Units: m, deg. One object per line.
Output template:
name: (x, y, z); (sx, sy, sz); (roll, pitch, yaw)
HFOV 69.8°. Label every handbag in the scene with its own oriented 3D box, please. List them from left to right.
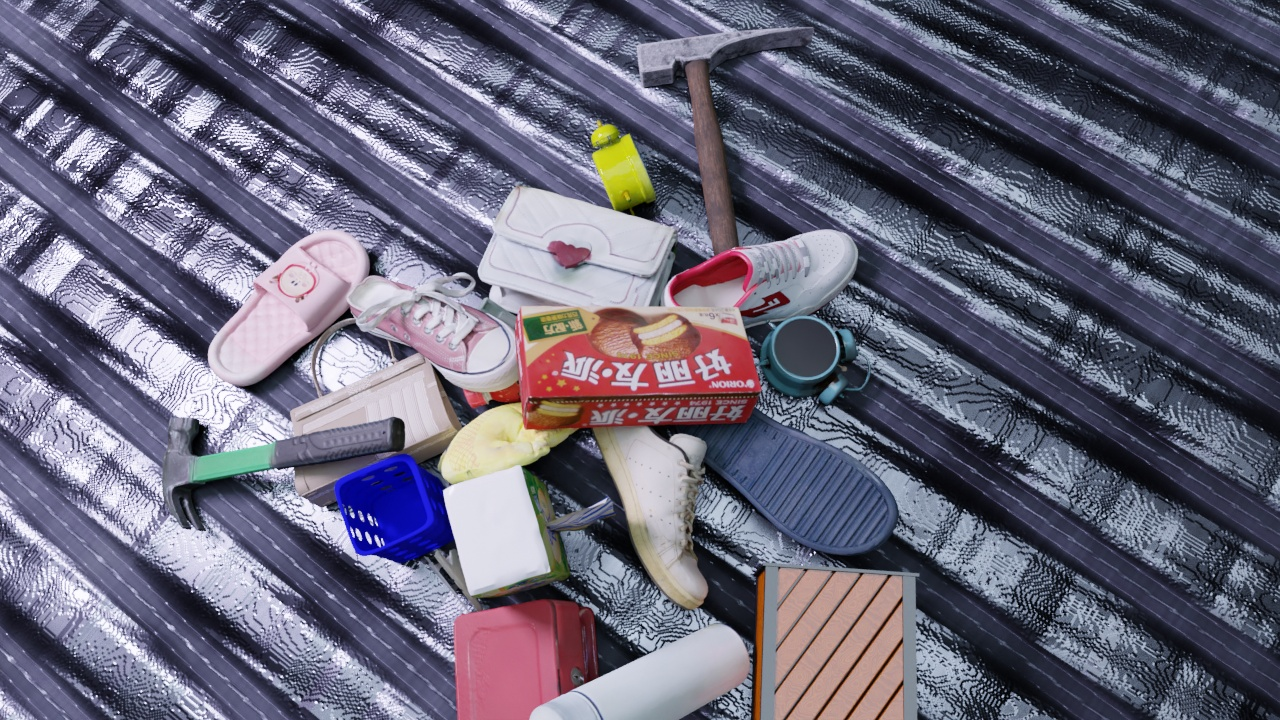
handbag: (-0.313, 0.037, 1.030); (0.175, 0.062, 0.197); (-25, 65, -2)
handbag: (-0.068, -0.112, 1.035); (0.198, 0.096, 0.141); (16, 74, 10)

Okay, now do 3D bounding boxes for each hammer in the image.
hammer: (-0.382, 0.101, 0.964); (0.319, 0.032, 0.130); (-11, 68, 22)
hammer: (0.121, -0.261, 1.100); (0.218, 0.037, 0.300); (-8, 73, 1)

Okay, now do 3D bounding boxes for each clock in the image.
clock: (-0.022, -0.229, 1.076); (0.057, 0.083, 0.119); (-23, 75, 3)
clock: (0.192, -0.002, 1.007); (0.124, 0.053, 0.090); (15, 75, 5)

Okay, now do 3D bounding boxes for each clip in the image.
clip: (-0.203, 0.228, 0.961); (0.043, 0.102, 0.054); (-32, 30, -10)
clip: (-0.151, -0.043, 1.054); (0.076, 0.061, 0.023); (31, 78, -4)

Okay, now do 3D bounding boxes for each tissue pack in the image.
tissue pack: (-0.094, 0.162, 0.898); (0.141, 0.198, 0.120); (-17, 83, -3)

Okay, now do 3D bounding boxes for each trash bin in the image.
trash bin: (0.178, 0.290, 0.872); (0.140, 0.140, 0.171); (3, 73, 4)

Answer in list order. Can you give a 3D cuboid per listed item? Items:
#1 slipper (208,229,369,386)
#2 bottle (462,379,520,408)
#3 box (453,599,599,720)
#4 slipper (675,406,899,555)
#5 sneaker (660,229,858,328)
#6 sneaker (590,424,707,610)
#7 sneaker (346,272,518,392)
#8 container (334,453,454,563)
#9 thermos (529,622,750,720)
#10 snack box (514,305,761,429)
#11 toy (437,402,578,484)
slipper: (-0.411, -0.065, 1.062); (0.107, 0.056, 0.221); (39, 80, 15)
bottle: (-0.129, 0.013, 1.018); (0.137, 0.062, 0.062); (-23, 73, -5)
box: (-0.113, 0.319, 0.892); (0.137, 0.127, 0.157); (-10, 72, 5)
slipper: (0.151, 0.117, 0.965); (0.264, 0.082, 0.101); (33, 90, 31)
sneaker: (0.134, -0.094, 1.011); (0.236, 0.104, 0.090); (-18, 73, -3)
sneaker: (0.033, 0.131, 0.947); (0.102, 0.089, 0.241); (-29, 67, 12)
sneaker: (-0.228, -0.046, 0.993); (0.241, 0.088, 0.118); (22, 61, 24)
container: (-0.248, 0.157, 0.952); (0.085, 0.114, 0.084); (-22, 73, -4)
thermos: (0.005, 0.309, 0.847); (0.229, 0.068, 0.068); (-11, 67, -43)
snack box: (-0.006, 0.005, 0.934); (0.236, 0.060, 0.113); (-1, 54, -13)
toy: (-0.143, 0.087, 0.953); (0.155, 0.170, 0.064); (-14, 101, 23)
